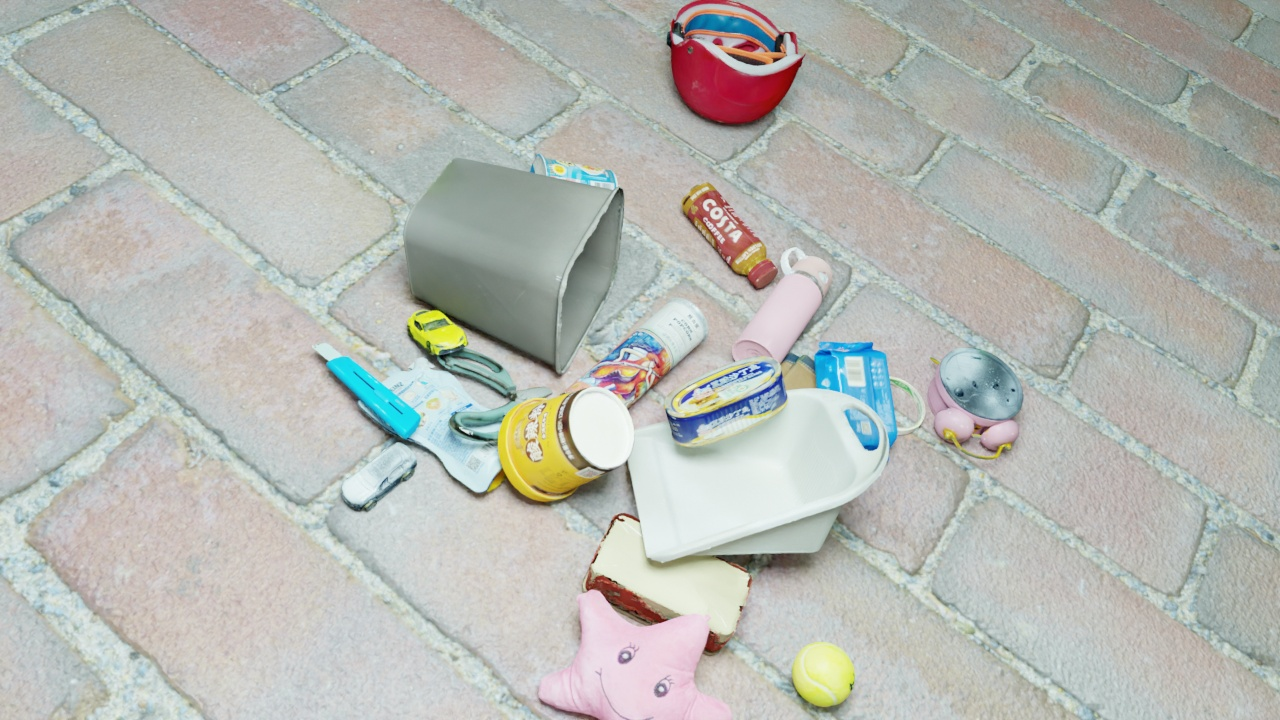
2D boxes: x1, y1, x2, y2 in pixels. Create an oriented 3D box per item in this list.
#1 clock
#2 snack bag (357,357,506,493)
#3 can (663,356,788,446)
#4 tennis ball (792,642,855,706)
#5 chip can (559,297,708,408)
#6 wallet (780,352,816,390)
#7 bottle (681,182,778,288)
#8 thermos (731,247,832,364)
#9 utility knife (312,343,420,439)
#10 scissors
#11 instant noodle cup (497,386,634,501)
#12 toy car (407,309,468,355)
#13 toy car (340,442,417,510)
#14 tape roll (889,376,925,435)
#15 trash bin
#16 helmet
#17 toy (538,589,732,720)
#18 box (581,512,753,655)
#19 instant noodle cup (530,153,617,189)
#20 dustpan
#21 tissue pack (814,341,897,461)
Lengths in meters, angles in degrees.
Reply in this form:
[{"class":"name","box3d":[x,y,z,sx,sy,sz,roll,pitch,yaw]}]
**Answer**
[{"class":"clock","box3d":[0.443,0.061,1.218,0.117,0.060,0.158,10,52,-7]},{"class":"snack bag","box3d":[-0.224,0.071,1.070,0.191,0.039,0.110,32,57,13]},{"class":"can","box3d":[0.101,0.047,1.078,0.148,0.049,0.074,-22,33,-7]},{"class":"tennis ball","box3d":[0.193,0.330,0.967,0.065,0.066,0.065,6,55,-9]},{"class":"chip can","box3d":[-0.007,0.007,1.144,0.071,0.071,0.214,40,57,15]},{"class":"wallet","box3d":[0.202,0.050,1.188,0.090,0.033,0.115,36,59,11]},{"class":"bottle","box3d":[0.129,-0.178,1.312,0.057,0.058,0.175,-25,64,-27]},{"class":"thermos","box3d":[0.192,-0.072,1.241,0.087,0.067,0.198,50,55,-18]},{"class":"utility knife","box3d":[-0.318,0.029,1.056,0.179,0.018,0.034,36,54,22]},{"class":"scissors","box3d":[-0.186,0.035,1.089,0.179,0.019,0.169,39,33,23]},{"class":"instant noodle cup","box3d":[-0.078,0.088,1.017,0.118,0.115,0.118,19,61,-39]},{"class":"toy car","box3d":[-0.249,-0.037,1.120,0.048,0.032,0.105,-21,33,-29]},{"class":"toy car","box3d":[-0.290,0.127,1.019,0.043,0.034,0.090,42,58,12]},{"class":"tape roll","box3d":[0.337,0.059,1.222,0.085,0.014,0.085,6,54,-9]},{"class":"trash bin","box3d":[-0.155,-0.131,1.141,0.220,0.199,0.198,20,52,10]},{"class":"helmet","box3d":[0.140,-0.470,1.471,0.206,0.144,0.239,1,41,-13]},{"class":"toy","box3d":[-0.002,0.312,0.921,0.178,0.075,0.194,-43,74,-9]},{"class":"box","box3d":[0.029,0.238,0.987,0.168,0.077,0.091,24,53,5]},{"class":"instant noodle cup","box3d":[-0.093,-0.236,1.285,0.109,0.099,0.099,0,55,-21]},{"class":"dustpan","box3d":[0.133,0.107,1.030,0.257,0.143,0.222,9,30,-14]},{"class":"tissue pack","box3d":[0.271,0.052,1.165,0.094,0.052,0.157,2,76,-28]}]
